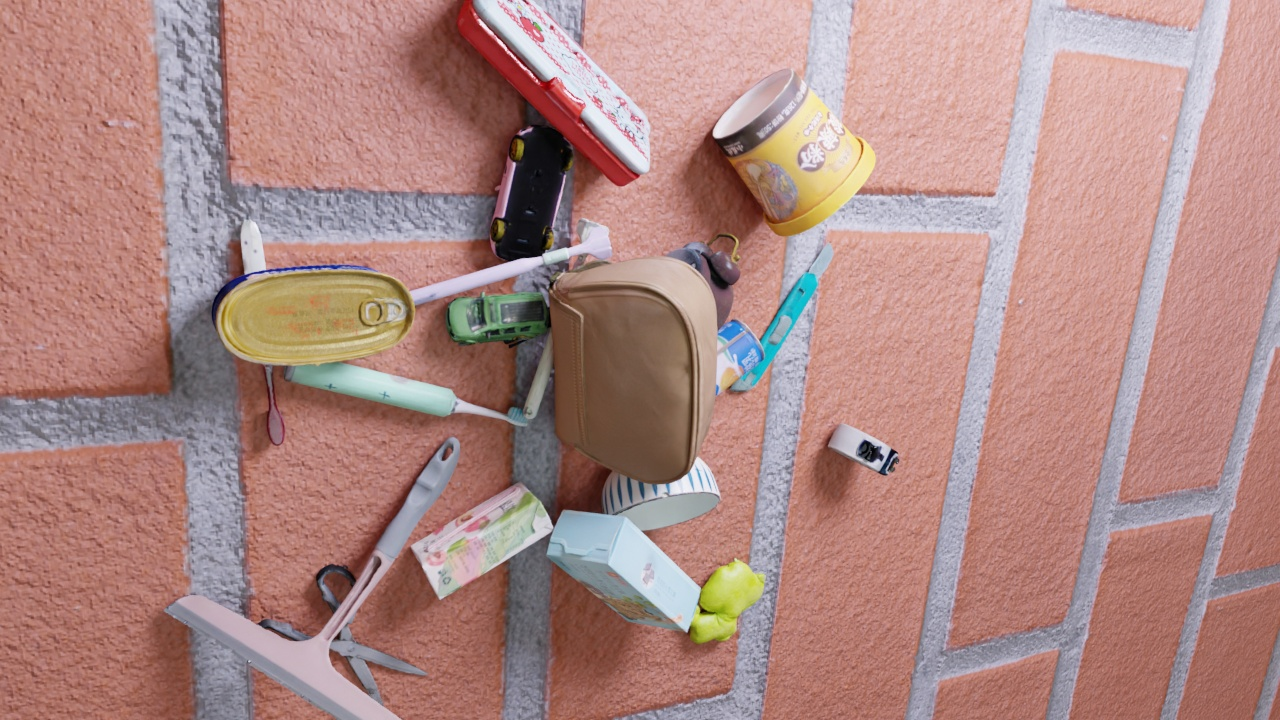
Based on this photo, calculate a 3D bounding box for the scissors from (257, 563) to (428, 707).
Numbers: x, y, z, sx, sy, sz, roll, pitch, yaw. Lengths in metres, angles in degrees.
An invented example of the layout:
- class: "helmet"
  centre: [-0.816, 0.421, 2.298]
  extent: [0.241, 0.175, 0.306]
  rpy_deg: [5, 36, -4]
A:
- class: "scissors"
  centre: [-0.274, 0.262, 0.851]
  extent: [0.177, 0.014, 0.159]
  rpy_deg: [6, 105, -30]

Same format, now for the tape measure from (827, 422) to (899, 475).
- class: "tape measure"
  centre: [0.245, 0.097, 1.024]
  extent: [0.066, 0.066, 0.033]
  rpy_deg: [29, 87, -32]

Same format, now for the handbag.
- class: "handbag"
  centre: [-0.005, 0.005, 0.808]
  extent: [0.099, 0.148, 0.205]
  rpy_deg: [-56, 152, -54]

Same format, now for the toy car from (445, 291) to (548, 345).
- class: "toy car"
  centre: [-0.125, -0.039, 0.806]
  extent: [0.091, 0.036, 0.043]
  rpy_deg: [-8, 85, -13]

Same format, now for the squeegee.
- class: "squeegee"
  centre: [-0.230, 0.175, 0.805]
  extent: [0.248, 0.040, 0.249]
  rpy_deg: [28, 69, 10]

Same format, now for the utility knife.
- class: "utility knife"
  centre: [0.152, -0.043, 0.965]
  extent: [0.029, 0.013, 0.186]
  rpy_deg: [32, 90, -30]

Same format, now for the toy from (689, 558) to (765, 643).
- class: "toy"
  centre: [0.093, 0.269, 1.022]
  extent: [0.096, 0.031, 0.100]
  rpy_deg: [2, 105, -25]

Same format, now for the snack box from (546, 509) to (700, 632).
- class: "snack box"
  centre: [-0.013, 0.208, 0.896]
  extent: [0.175, 0.074, 0.051]
  rpy_deg: [51, 51, -44]

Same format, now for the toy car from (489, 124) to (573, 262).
- class: "toy car"
  centre: [-0.096, -0.143, 0.794]
  extent: [0.056, 0.037, 0.122]
  rpy_deg: [7, 110, -29]

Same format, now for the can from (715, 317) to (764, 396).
- class: "can"
  centre: [0.056, 0.017, 0.912]
  extent: [0.134, 0.053, 0.053]
  rpy_deg: [-36, 118, -12]

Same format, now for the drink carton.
- class: "drink carton"
  centre: [-0.148, 0.164, 0.857]
  extent: [0.122, 0.053, 0.045]
  rpy_deg: [-30, 116, -16]

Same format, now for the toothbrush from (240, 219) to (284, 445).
- class: "toothbrush"
  centre: [-0.306, -0.021, 0.745]
  extent: [0.016, 0.017, 0.188]
  rpy_deg: [-8, 106, -21]

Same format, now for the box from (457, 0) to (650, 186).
- class: "box"
  centre: [-0.062, -0.236, 0.766]
  extent: [0.047, 0.086, 0.201]
  rpy_deg: [-30, 125, 31]

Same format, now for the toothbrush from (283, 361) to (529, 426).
- class: "toothbrush"
  centre: [-0.198, 0.031, 0.806]
  extent: [0.224, 0.026, 0.027]
  rpy_deg: [17, 108, -29]

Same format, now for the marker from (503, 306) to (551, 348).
- class: "marker"
  centre: [-0.067, -0.046, 0.851]
  extent: [0.131, 0.020, 0.022]
  rpy_deg: [-24, 87, -18]

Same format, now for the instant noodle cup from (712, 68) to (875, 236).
- class: "instant noodle cup"
  centre: [0.138, -0.197, 0.857]
  extent: [0.118, 0.118, 0.114]
  rpy_deg: [-47, 112, -7]

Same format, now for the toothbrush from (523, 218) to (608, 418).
- class: "toothbrush"
  centre: [-0.072, -0.035, 0.831]
  extent: [0.029, 0.020, 0.189]
  rpy_deg: [20, 98, 2]

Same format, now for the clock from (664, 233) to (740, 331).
- class: "clock"
  centre: [0.050, -0.070, 0.867]
  extent: [0.055, 0.082, 0.122]
  rpy_deg: [31, 91, -35]

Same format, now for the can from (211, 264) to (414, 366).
- class: "can"
  centre: [-0.258, -0.038, 0.727]
  extent: [0.148, 0.049, 0.075]
  rpy_deg: [-8, 106, -29]

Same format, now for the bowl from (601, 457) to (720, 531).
- class: "bowl"
  centre: [0.015, 0.121, 0.905]
  extent: [0.116, 0.117, 0.066]
  rpy_deg: [-1, 63, -26]

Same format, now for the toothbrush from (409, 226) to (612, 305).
- class: "toothbrush"
  centre: [-0.118, -0.078, 0.794]
  extent: [0.189, 0.021, 0.029]
  rpy_deg: [-17, 98, -4]
